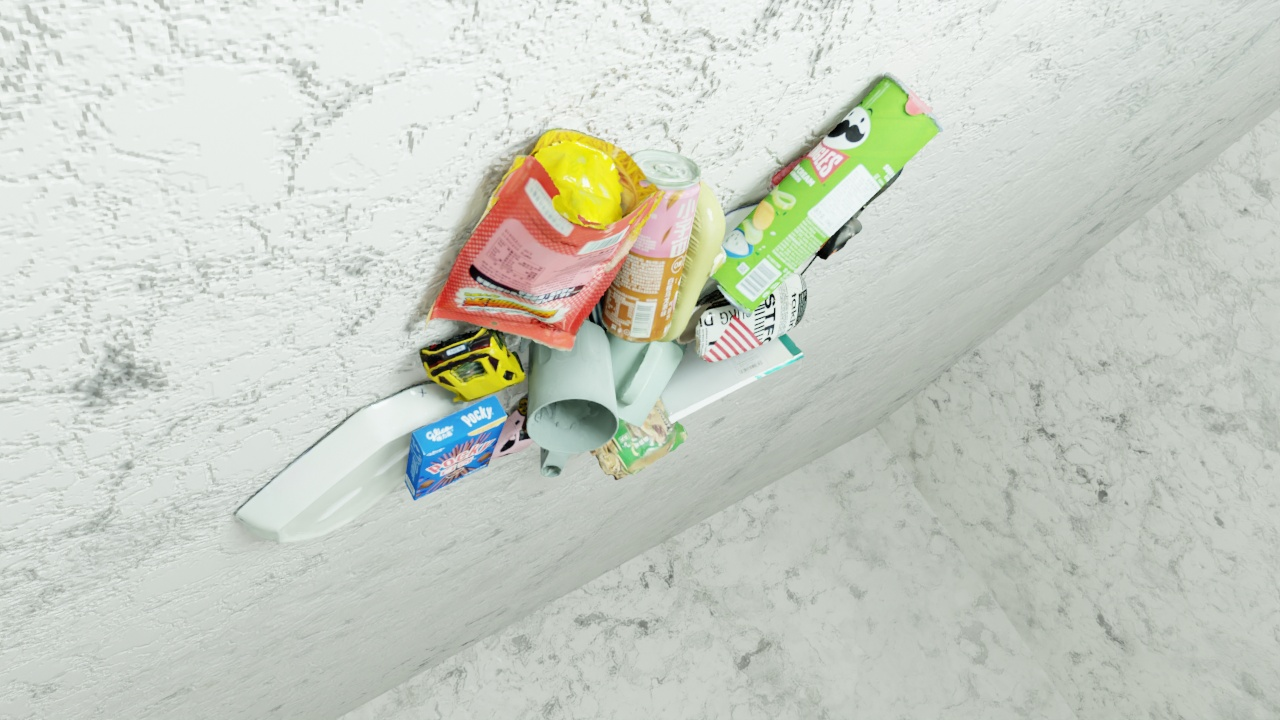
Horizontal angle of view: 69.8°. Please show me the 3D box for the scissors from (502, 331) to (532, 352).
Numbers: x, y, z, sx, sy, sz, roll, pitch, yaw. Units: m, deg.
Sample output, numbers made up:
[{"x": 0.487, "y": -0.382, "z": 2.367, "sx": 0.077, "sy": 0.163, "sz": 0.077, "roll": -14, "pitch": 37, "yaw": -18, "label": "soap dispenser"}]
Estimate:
[{"x": -0.087, "y": -0.049, "z": 0.791, "sx": 0.159, "sy": 0.014, "sz": 0.172, "roll": -17, "pitch": 159, "yaw": 9, "label": "scissors"}]

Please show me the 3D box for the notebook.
[{"x": 0.082, "y": -0.008, "z": 1.003, "sx": 0.150, "sy": 0.012, "sz": 0.209, "roll": -26, "pitch": -159, "yaw": 3, "label": "notebook"}]

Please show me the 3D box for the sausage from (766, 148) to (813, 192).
[{"x": 0.185, "y": -0.202, "z": 0.857, "sx": 0.156, "sy": 0.020, "sz": 0.020, "roll": -33, "pitch": 164, "yaw": 3, "label": "sausage"}]

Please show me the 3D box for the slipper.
[{"x": 0.039, "y": -0.090, "z": 0.799, "sx": 0.081, "sy": 0.091, "sz": 0.191, "roll": -26, "pitch": 160, "yaw": -29, "label": "slipper"}]

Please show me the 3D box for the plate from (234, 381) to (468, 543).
[{"x": -0.274, "y": 0.109, "z": 0.903, "sx": 0.266, "sy": 0.034, "sz": 0.162, "roll": -37, "pitch": 163, "yaw": 17, "label": "plate"}]

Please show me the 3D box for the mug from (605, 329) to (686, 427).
[{"x": -0.006, "y": 0.005, "z": 0.934, "sx": 0.106, "sy": 0.082, "sz": 0.112, "roll": -59, "pitch": -168, "yaw": 2, "label": "mug"}]

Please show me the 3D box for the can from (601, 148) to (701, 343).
[{"x": 0.007, "y": -0.086, "z": 0.716, "sx": 0.057, "sy": 0.058, "sz": 0.148, "roll": -20, "pitch": 137, "yaw": -35, "label": "can"}]

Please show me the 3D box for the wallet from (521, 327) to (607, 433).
[{"x": -0.076, "y": 0.019, "z": 0.981, "sx": 0.096, "sy": 0.020, "sz": 0.123, "roll": -23, "pitch": 146, "yaw": -44, "label": "wallet"}]

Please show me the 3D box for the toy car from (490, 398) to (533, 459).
[{"x": -0.136, "y": 0.077, "z": 1.062, "sx": 0.123, "sy": 0.037, "sz": 0.056, "roll": -42, "pitch": 162, "yaw": 29, "label": "toy car"}]

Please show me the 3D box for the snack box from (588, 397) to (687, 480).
[{"x": -0.011, "y": 0.078, "z": 1.185, "sx": 0.117, "sy": 0.118, "sz": 0.105, "roll": -33, "pitch": 176, "yaw": 6, "label": "snack box"}]

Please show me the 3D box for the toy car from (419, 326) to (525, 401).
[{"x": -0.143, "y": 0.008, "z": 0.817, "sx": 0.071, "sy": 0.041, "sz": 0.156, "roll": -20, "pitch": 165, "yaw": -1, "label": "toy car"}]

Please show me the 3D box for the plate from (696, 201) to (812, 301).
[{"x": 0.105, "y": -0.098, "z": 0.972, "sx": 0.204, "sy": 0.045, "sz": 0.205, "roll": -28, "pitch": 164, "yaw": -9, "label": "plate"}]

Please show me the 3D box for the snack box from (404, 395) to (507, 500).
[{"x": -0.181, "y": 0.087, "z": 0.887, "sx": 0.084, "sy": 0.026, "sz": 0.157, "roll": -25, "pitch": 165, "yaw": -25, "label": "snack box"}]

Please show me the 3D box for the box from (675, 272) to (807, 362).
[{"x": 0.098, "y": -0.057, "z": 0.932, "sx": 0.163, "sy": 0.079, "sz": 0.074, "roll": -23, "pitch": 127, "yaw": -34, "label": "box"}]

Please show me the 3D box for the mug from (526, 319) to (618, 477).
[{"x": -0.073, "y": 0.035, "z": 0.877, "sx": 0.083, "sy": 0.103, "sz": 0.124, "roll": 11, "pitch": 137, "yaw": -19, "label": "mug"}]

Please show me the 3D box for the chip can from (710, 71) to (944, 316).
[{"x": 0.159, "y": -0.145, "z": 0.824, "sx": 0.236, "sy": 0.072, "sz": 0.072, "roll": -45, "pitch": 161, "yaw": 16, "label": "chip can"}]

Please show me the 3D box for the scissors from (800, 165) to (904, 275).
[{"x": 0.228, "y": -0.145, "z": 1.032, "sx": 0.224, "sy": 0.021, "sz": 0.220, "roll": -52, "pitch": 177, "yaw": 18, "label": "scissors"}]

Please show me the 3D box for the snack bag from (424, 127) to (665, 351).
[{"x": -0.073, "y": -0.072, "z": 0.672, "sx": 0.128, "sy": 0.073, "sz": 0.208, "roll": 7, "pitch": 149, "yaw": -25, "label": "snack bag"}]

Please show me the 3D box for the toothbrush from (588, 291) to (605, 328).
[{"x": -0.042, "y": -0.078, "z": 0.798, "sx": 0.027, "sy": 0.026, "sz": 0.213, "roll": 1, "pitch": 161, "yaw": 3, "label": "toothbrush"}]
